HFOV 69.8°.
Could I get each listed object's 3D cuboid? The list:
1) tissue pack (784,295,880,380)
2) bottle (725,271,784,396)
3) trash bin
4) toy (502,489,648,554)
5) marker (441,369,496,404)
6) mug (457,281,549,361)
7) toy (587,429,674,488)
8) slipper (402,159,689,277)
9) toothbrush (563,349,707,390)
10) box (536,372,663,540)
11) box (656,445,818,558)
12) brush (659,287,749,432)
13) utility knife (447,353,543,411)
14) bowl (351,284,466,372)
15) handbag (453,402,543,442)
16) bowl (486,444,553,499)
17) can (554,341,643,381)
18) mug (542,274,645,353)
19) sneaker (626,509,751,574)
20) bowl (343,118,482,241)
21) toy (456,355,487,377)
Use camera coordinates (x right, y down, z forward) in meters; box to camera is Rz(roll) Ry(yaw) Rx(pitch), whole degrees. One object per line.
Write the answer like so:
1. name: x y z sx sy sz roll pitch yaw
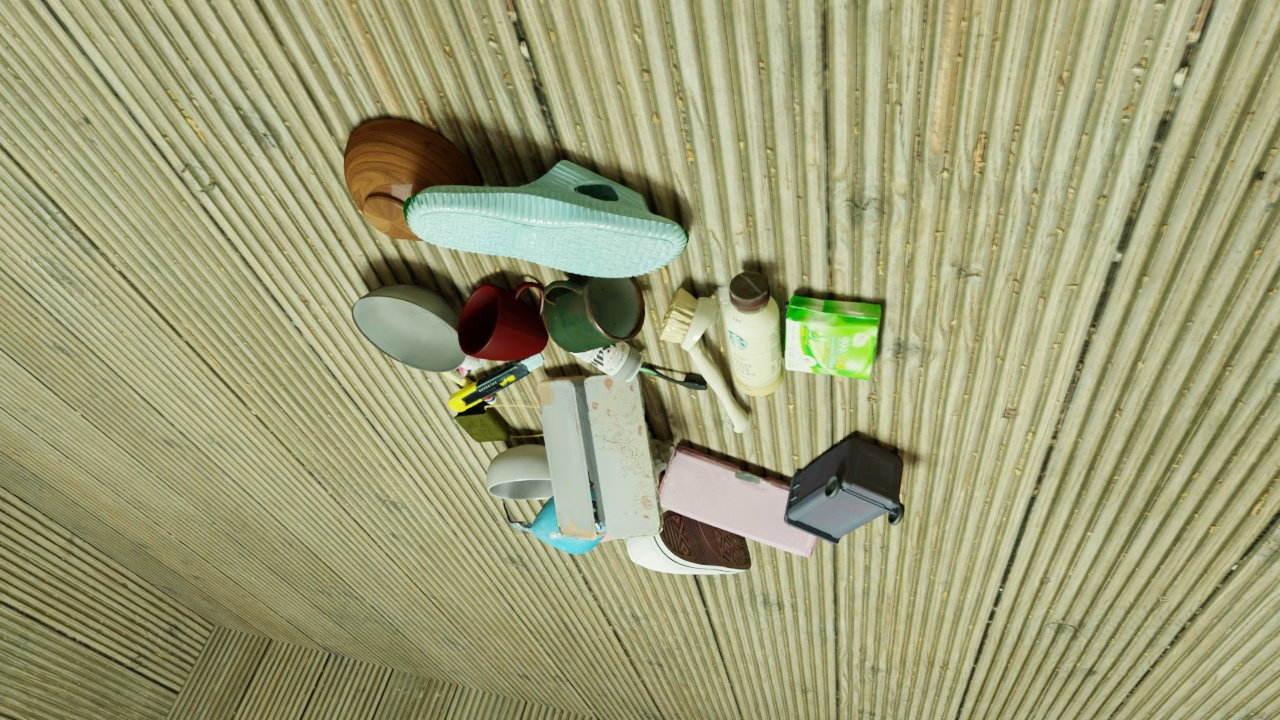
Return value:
1. tissue pack: 0.199 -0.023 0.966 0.100 0.034 0.114 8 148 13
2. bottle: 0.121 -0.028 0.975 0.056 0.056 0.162 7 146 17
3. trash bin: 0.256 0.172 1.174 0.093 0.092 0.161 24 148 -9
4. toy: -0.089 0.237 1.382 0.224 0.099 0.191 -8 174 27
5. marker: -0.256 0.022 1.275 0.132 0.014 0.014 36 143 -26
6. mug: -0.146 -0.046 1.075 0.088 0.087 0.114 19 122 -40
7. toy: -0.018 0.143 1.289 0.132 0.076 0.176 -12 160 -6
8. slipper: -0.090 -0.140 0.899 0.276 0.069 0.116 7 153 -8
9. toothbrush: -0.007 0.007 1.135 0.188 0.017 0.014 15 144 10
10. box: -0.054 0.123 1.182 0.157 0.216 0.063 -6 -174 20
11. box: 0.142 0.192 1.315 0.232 0.099 0.115 18 -170 -2
12. brush: 0.083 0.011 1.063 0.077 0.062 0.272 19 156 31
13. utility knife: -0.195 0.029 1.239 0.198 0.020 0.028 -27 129 37
14. bowl: -0.276 -0.051 1.133 0.151 0.056 0.151 14 146 9
15. handbag: -0.177 0.086 1.332 0.178 0.027 0.084 -6 141 24
16. bowl: -0.165 0.164 1.383 0.132 0.064 0.132 -3 159 -1
17. can: -0.051 -0.016 1.089 0.106 0.043 0.044 30 146 -18
18. mug: -0.062 -0.058 0.987 0.111 0.084 0.081 24 153 -39
19. sneaker: 0.070 0.281 1.361 0.097 0.091 0.245 -29 153 31
20. bowl: -0.241 -0.166 0.933 0.147 0.068 0.147 13 147 8
21. toy: -0.219 -0.010 1.181 0.103 0.050 0.065 -21 127 38
